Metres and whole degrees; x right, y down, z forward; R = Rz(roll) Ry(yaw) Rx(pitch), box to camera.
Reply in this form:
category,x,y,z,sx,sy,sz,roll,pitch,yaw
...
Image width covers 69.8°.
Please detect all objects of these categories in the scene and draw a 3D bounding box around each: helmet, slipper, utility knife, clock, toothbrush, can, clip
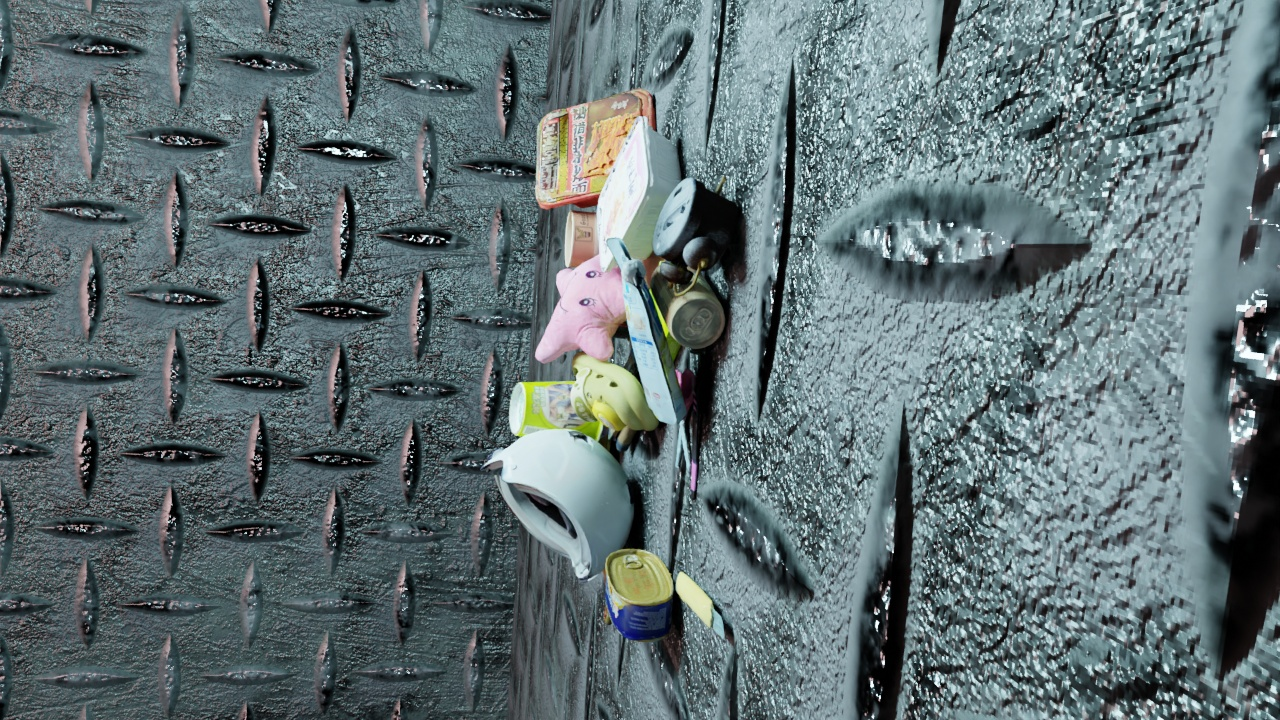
category,x,y,z,sx,sy,sz,roll,pitch,yaw
helmet,-0.100,0.185,1.301,0.229,0.145,0.259,49,162,-1
slipper,-0.048,0.051,1.199,0.190,0.081,0.091,32,161,55
utility knife,0.057,0.244,0.921,0.188,0.020,0.031,-178,87,-84
clock,0.050,-0.120,0.893,0.082,0.055,0.121,-30,43,59
toothbrush,0.057,0.056,0.975,0.014,0.017,0.189,-156,68,-76
can,-0.002,0.271,1.069,0.148,0.074,0.049,-131,42,-75
can,0.047,-0.061,0.947,0.116,0.058,0.059,-109,25,-62
clip,-0.011,0.008,1.247,0.058,0.045,0.027,-56,33,19

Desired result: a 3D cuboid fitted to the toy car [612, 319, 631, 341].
category,x,y,z,sx,sy,sz,roll,pitch,yaw
toy car,-0.028,-0.052,1.321,0.120,0.053,0.045,-179,94,-79

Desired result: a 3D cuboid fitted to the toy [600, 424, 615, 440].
category,x,y,z,sx,sy,sz,roll,pitch,yaw
toy,-0.048,0.070,1.400,0.084,0.038,0.108,-3,85,50

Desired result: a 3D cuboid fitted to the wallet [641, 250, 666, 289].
category,x,y,z,sx,sy,sz,roll,pitch,yaw
wallet,0.016,-0.112,1.213,0.115,0.020,0.101,-108,25,-53

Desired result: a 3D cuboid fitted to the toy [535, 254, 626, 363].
category,x,y,z,sx,sy,sz,roll,pitch,yaw
toy,-0.054,-0.083,1.232,0.074,0.179,0.194,44,-130,-43

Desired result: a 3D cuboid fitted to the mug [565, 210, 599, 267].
category,x,y,z,sx,sy,sz,roll,pitch,yaw
mug,-0.053,-0.160,1.336,0.082,0.106,0.114,116,154,-63

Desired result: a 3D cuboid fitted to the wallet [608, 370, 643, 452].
category,x,y,z,sx,sy,sz,roll,pitch,yaw
wallet,-0.018,0.065,1.301,0.116,0.033,0.090,115,156,-53

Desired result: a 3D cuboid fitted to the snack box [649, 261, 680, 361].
category,x,y,z,sx,sy,sz,roll,pitch,yaw
snack box,0.025,-0.040,1.112,0.157,0.026,0.085,110,153,-55

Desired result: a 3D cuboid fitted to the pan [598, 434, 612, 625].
category,x,y,z,sx,sy,sz,roll,pitch,yaw
pan,-0.069,0.242,1.471,0.198,0.078,0.356,110,166,-57

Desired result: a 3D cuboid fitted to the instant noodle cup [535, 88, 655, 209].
category,x,y,z,sx,sy,sz,roll,pitch,yaw
instant noodle cup,-0.056,-0.295,1.325,0.079,0.189,0.164,40,-135,-58

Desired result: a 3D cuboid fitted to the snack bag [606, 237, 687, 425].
category,x,y,z,sx,sy,sz,roll,pitch,yaw
snack bag,0.005,-0.032,0.961,0.110,0.039,0.191,-104,-2,-69

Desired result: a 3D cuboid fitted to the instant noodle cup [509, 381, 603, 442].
category,x,y,z,sx,sy,sz,roll,pitch,yaw
instant noodle cup,-0.130,0.076,1.383,0.112,0.123,0.111,-174,90,-68

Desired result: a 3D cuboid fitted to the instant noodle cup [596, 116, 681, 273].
category,x,y,z,sx,sy,sz,roll,pitch,yaw
instant noodle cup,0.000,-0.204,1.164,0.174,0.060,0.137,125,148,-49

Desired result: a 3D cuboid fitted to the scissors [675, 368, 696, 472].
category,x,y,z,sx,sy,sz,roll,pitch,yaw
scissors,0.046,0.061,1.037,0.131,0.017,0.133,-112,24,-59
